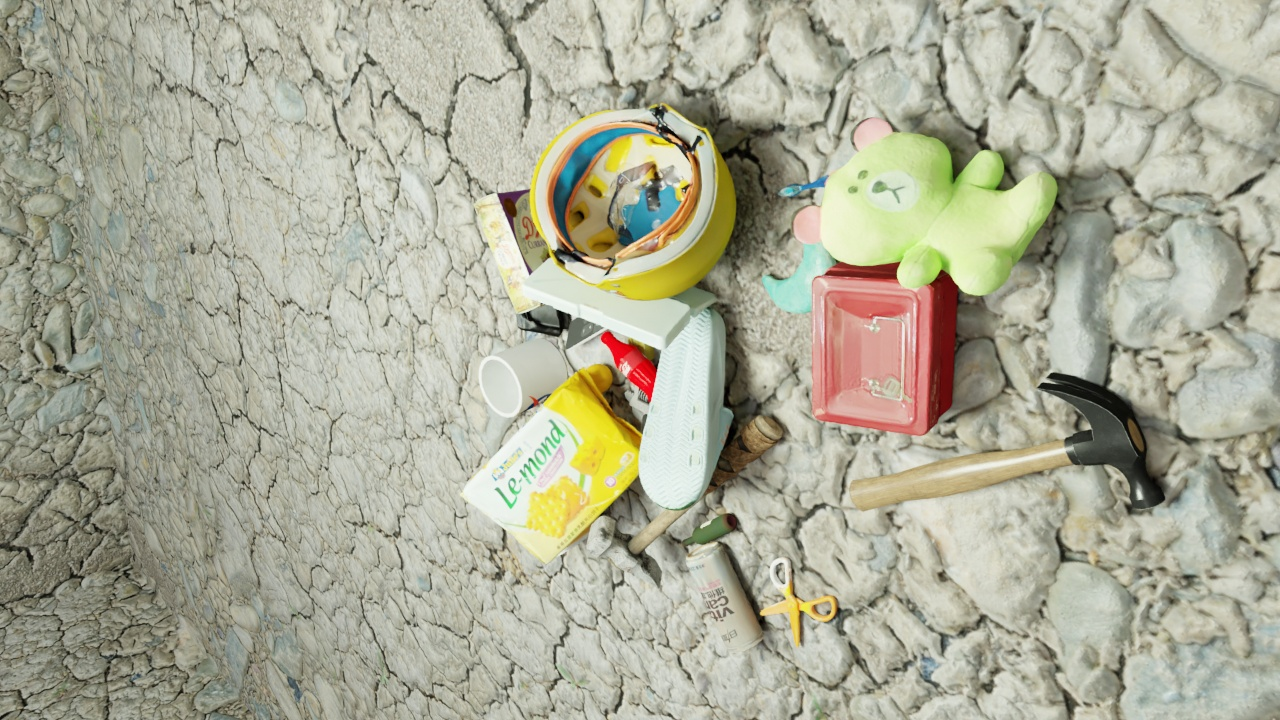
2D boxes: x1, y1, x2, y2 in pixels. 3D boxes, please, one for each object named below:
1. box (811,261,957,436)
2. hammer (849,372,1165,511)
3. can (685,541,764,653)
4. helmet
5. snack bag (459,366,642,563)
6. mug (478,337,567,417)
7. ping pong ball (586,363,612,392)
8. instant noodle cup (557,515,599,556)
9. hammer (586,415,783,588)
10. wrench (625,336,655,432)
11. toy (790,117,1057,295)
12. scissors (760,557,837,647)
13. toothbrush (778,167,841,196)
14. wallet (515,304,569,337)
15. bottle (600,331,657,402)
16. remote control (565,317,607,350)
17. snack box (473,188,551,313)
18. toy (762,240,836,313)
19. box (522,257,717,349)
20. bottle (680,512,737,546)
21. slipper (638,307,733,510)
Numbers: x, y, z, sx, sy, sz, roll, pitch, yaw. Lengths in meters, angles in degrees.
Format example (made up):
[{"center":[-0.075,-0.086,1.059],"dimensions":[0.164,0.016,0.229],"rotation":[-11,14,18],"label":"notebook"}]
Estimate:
[{"center":[0.242,-0.016,0.912],"dimensions":[0.129,0.092,0.158],"rotation":[12,112,38],"label":"box"},{"center":[0.334,0.105,0.910],"dimensions":[0.306,0.040,0.132],"rotation":[-24,94,47],"label":"hammer"},{"center":[0.109,0.308,1.198],"dimensions":[0.054,0.054,0.135],"rotation":[-26,89,46],"label":"can"},{"center":[0.003,-0.164,1.022],"dimensions":[0.240,0.139,0.209],"rotation":[34,91,38],"label":"helmet"},{"center":[-0.107,0.144,1.236],"dimensions":[0.159,0.068,0.247],"rotation":[44,101,-7],"label":"snack bag"},{"center":[-0.178,0.026,1.323],"dimensions":[0.122,0.089,0.091],"rotation":[-11,100,46],"label":"mug"},{"center":[-0.058,0.024,1.243],"dimensions":[0.040,0.040,0.040],"rotation":[19,120,37],"label":"ping pong ball"},{"center":[-0.128,0.212,1.344],"dimensions":[0.124,0.123,0.121],"rotation":[-32,92,46],"label":"instant noodle cup"},{"center":[0.062,0.175,1.154],"dimensions":[0.121,0.048,0.320],"rotation":[34,122,-14],"label":"hammer"},{"center":[0.004,-0.022,1.180],"dimensions":[0.084,0.018,0.273],"rotation":[10,114,41],"label":"wrench"},{"center":[0.257,-0.132,0.828],"dimensions":[0.197,0.107,0.150],"rotation":[32,92,36],"label":"toy"},{"center":[0.190,0.299,1.148],"dimensions":[0.126,0.011,0.128],"rotation":[-33,83,45],"label":"scissors"},{"center":[0.196,-0.183,0.927],"dimensions":[0.135,0.017,0.021],"rotation":[-7,105,45],"label":"toothbrush"},{"center":[-0.140,-0.095,1.280],"dimensions":[0.089,0.026,0.115],"rotation":[13,116,40],"label":"wallet"},{"center":[-0.007,0.007,1.161],"dimensions":[0.119,0.036,0.036],"rotation":[45,133,20],"label":"bottle"},{"center":[-0.061,-0.051,1.203],"dimensions":[0.147,0.008,0.045],"rotation":[-26,49,56],"label":"remote control"},{"center":[-0.131,-0.144,1.162],"dimensions":[0.041,0.143,0.148],"rotation":[-19,95,30],"label":"snack box"},{"center":[0.175,-0.095,0.978],"dimensions":[0.085,0.033,0.105],"rotation":[54,135,32],"label":"toy"},{"center":[-0.024,-0.082,1.074],"dimensions":[0.197,0.134,0.041],"rotation":[23,133,23],"label":"box"},{"center":[0.086,0.227,1.205],"dimensions":[0.106,0.025,0.025],"rotation":[-37,81,46],"label":"bottle"},{"center":[0.066,0.058,1.092],"dimensions":[0.104,0.074,0.245],"rotation":[4,83,46],"label":"slipper"}]
